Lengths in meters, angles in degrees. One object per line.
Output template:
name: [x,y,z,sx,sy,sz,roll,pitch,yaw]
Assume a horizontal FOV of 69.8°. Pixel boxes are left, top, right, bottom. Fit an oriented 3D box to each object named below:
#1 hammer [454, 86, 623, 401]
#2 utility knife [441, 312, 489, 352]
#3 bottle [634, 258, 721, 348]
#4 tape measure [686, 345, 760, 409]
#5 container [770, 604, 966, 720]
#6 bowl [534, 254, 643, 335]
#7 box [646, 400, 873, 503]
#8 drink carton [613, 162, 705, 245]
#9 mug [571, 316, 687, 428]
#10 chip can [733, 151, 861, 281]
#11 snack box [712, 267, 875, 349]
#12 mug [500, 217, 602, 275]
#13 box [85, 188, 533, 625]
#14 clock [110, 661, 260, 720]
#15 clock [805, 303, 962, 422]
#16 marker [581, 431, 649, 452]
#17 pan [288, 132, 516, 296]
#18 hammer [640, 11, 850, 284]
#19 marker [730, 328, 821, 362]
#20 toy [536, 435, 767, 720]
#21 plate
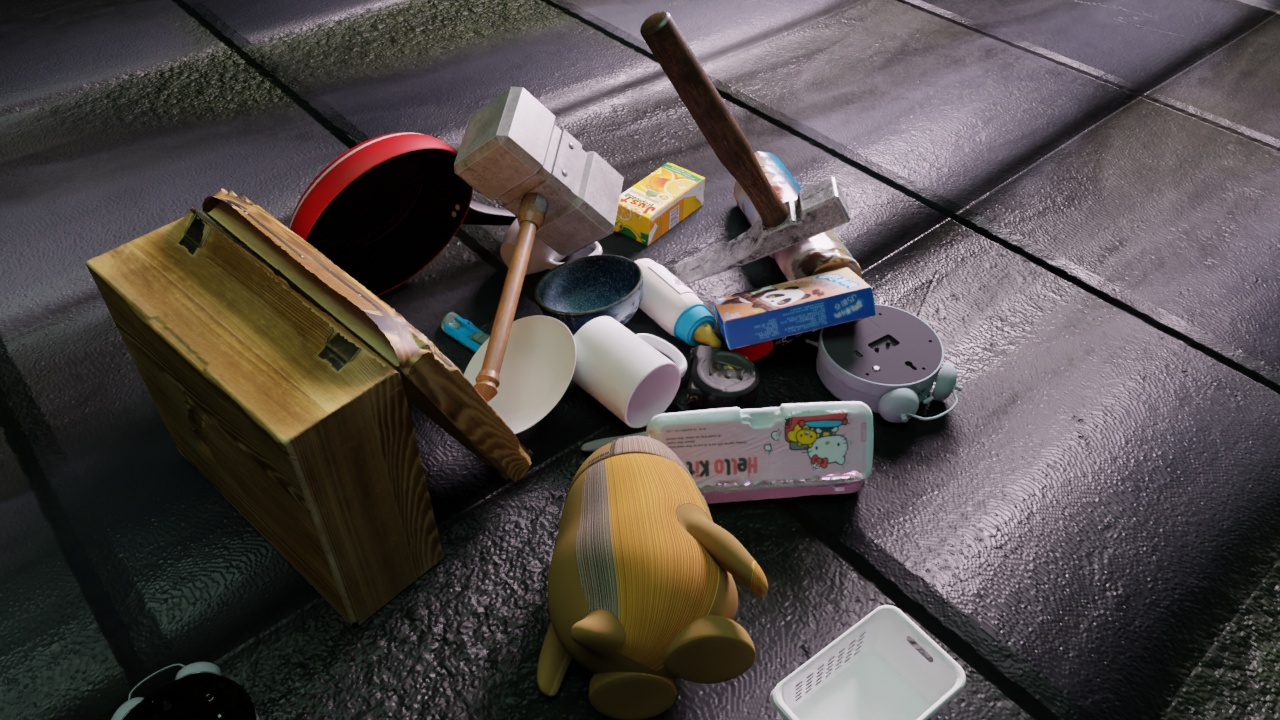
hammer: [-0.117,-0.096,0.885,0.083,0.162,0.316,-22,46,37]
utility knife: [-0.146,-0.009,0.951,0.173,0.015,0.031,29,55,24]
bottle: [0.038,-0.055,0.978,0.051,0.051,0.146,-26,50,-26]
tape measure: [0.081,0.021,0.907,0.072,0.042,0.071,9,41,4]
container: [0.162,0.247,0.665,0.129,0.050,0.081,-27,50,-27]
bowl: [-0.050,-0.057,0.965,0.114,0.061,0.114,-7,35,5]
box: [0.104,0.074,0.813,0.202,0.095,0.087,-3,46,-5]
drink carton: [0.020,-0.193,1.129,0.058,0.041,0.122,29,51,26]
mug: [-0.005,0.005,0.902,0.110,0.074,0.090,-22,47,-40]
chip can: [0.174,-0.157,1.073,0.079,0.080,0.229,-11,45,-13]
snack box: [0.154,-0.055,0.942,0.151,0.034,0.087,-14,19,2]
mug: [-0.100,-0.131,1.043,0.107,0.071,0.089,29,53,18]
box: [-0.259,0.007,0.754,0.279,0.258,0.214,34,54,29]
clock: [-0.320,0.265,0.644,0.094,0.035,0.122,-30,51,-29]
clock: [0.248,0.005,0.926,0.122,0.045,0.159,-24,50,-24]
marker: [0.012,0.073,0.871,0.138,0.016,0.022,-8,13,-8]
pan: [-0.224,-0.162,1.006,0.067,0.209,0.355,47,35,16]
hammer: [0.054,-0.204,0.921,0.218,0.300,0.037,-21,45,23]
marker: [0.160,-0.029,0.976,0.144,0.021,0.023,-22,79,-23]
toy: [0.003,0.152,0.709,0.199,0.162,0.203,-33,37,21]
plate: [-0.118,0.016,0.890,0.135,0.011,0.134,-16,53,23]
